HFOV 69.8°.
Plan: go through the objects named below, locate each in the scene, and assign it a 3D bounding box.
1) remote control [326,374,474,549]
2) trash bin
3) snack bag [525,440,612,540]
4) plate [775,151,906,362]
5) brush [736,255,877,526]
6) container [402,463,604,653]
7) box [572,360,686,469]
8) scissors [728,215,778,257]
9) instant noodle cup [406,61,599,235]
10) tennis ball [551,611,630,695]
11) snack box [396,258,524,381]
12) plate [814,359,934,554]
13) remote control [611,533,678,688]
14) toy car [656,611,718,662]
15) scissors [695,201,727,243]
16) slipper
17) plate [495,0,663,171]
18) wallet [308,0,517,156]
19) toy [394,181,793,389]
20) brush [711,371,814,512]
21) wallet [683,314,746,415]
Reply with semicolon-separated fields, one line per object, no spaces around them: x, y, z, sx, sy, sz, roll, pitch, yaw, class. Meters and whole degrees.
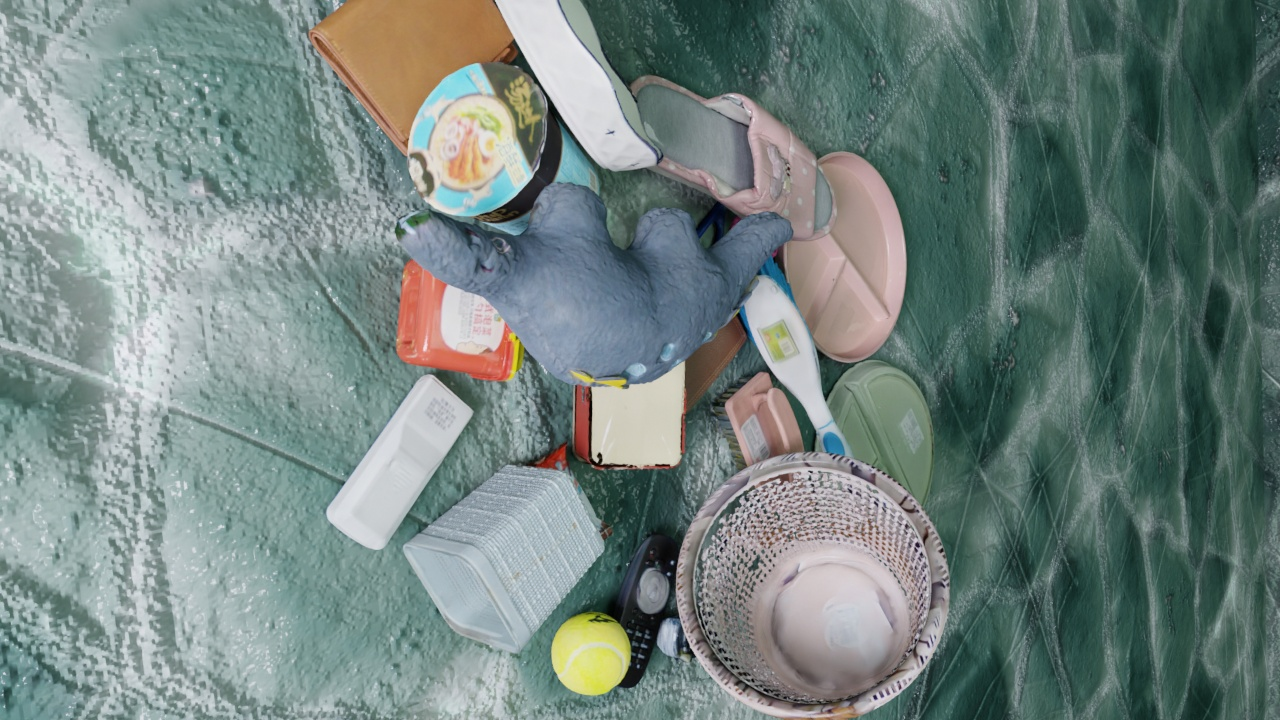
-0.171;0.073;0.660;0.049;0.024;0.124;47;61;-33;remote control
0.166;0.222;0.841;0.227;0.228;0.192;-67;153;-19;trash bin
-0.059;0.117;0.760;0.048;0.026;0.104;-33;112;-24;snack bag
0.221;-0.112;1.009;0.229;0.028;0.229;-1;91;-42;plate
0.166;0.031;0.910;0.060;0.109;0.315;-26;122;7;brush
-0.096;0.141;0.687;0.111;0.090;0.090;-41;117;-37;container
-0.005;0.004;0.754;0.091;0.077;0.168;1;90;-16;box
0.119;-0.163;0.913;0.093;0.017;0.137;20;72;-42;scissors
-0.090;-0.138;0.668;0.120;0.111;0.111;27;71;-66;instant noodle cup
-0.040;0.240;0.753;0.065;0.066;0.065;-1;91;-42;tennis ball
-0.129;-0.033;0.661;0.080;0.082;0.091;6;88;-32;snack box
0.279;0.114;1.067;0.229;0.028;0.230;-2;92;-43;plate
-0.002;0.220;0.815;0.053;0.024;0.136;31;69;-36;remote control
0.048;0.255;0.855;0.090;0.034;0.043;17;75;-56;toy car
0.079;-0.166;0.891;0.175;0.012;0.162;30;70;-40;scissors
0.097;-0.187;0.852;0.274;0.055;0.114;19;72;-34;slipper
-0.050;-0.226;0.678;0.045;0.204;0.205;-29;118;9;plate
-0.156;-0.228;0.661;0.131;0.031;0.108;-52;124;-23;wallet
-0.016;-0.049;0.641;0.355;0.091;0.138;-4;108;-45;toy
0.126;0.088;0.897;0.063;0.073;0.146;-38;117;-36;brush
0.039;-0.023;0.846;0.124;0.032;0.101;-49;117;-31;wallet
